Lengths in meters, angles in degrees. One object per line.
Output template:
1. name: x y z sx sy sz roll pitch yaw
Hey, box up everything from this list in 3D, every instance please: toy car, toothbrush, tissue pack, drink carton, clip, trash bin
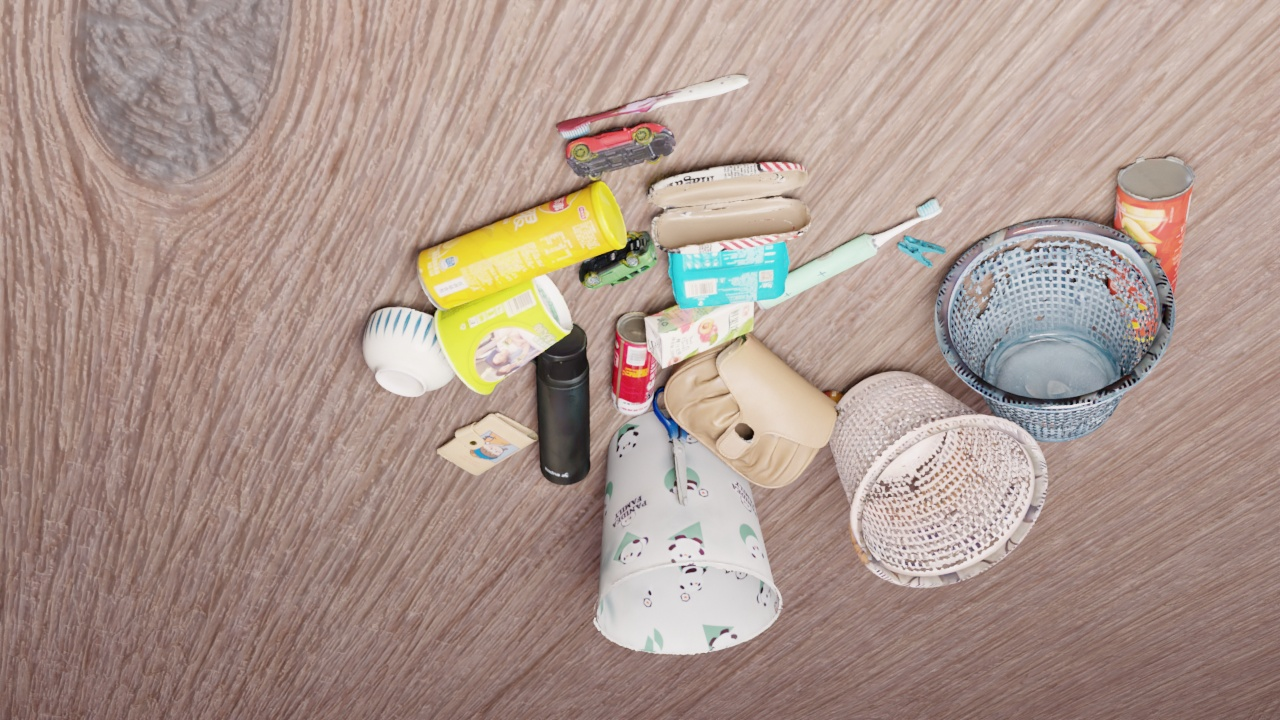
1. toy car: -0.025 -0.105 0.991 0.091 0.043 0.036 -21 135 18
2. toy car: -0.019 -0.205 0.887 0.106 0.031 0.049 -11 165 12
3. toothbrush: 0.011 -0.239 0.869 0.188 0.016 0.017 -12 144 10
4. toothbrush: 0.225 -0.114 1.009 0.225 0.026 0.027 -27 111 24
5. tissue pack: 0.096 -0.108 0.990 0.133 0.050 0.093 -6 135 2
6. drink carton: 0.067 -0.042 1.034 0.122 0.045 0.054 -24 135 -18
7. clip: 0.309 -0.122 1.016 0.056 0.013 0.039 18 133 -20
8. trash bin: 0.323 0.119 1.079 0.227 0.192 0.228 -4 117 -8
9. trash bin: 0.052 0.213 1.188 0.229 0.251 0.230 -1 137 -1
10. trash bin: 0.454 -0.012 1.020 0.227 0.226 0.195 -18 148 15

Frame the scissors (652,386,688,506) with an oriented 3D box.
1. scissors: 0.037 0.101 1.125 0.108 0.174 0.012 34 133 -6

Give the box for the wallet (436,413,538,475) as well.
1. wallet: -0.208 0.110 1.230 0.115 0.024 0.087 -30 136 28

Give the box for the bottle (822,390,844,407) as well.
1. bottle: 0.209 0.076 1.191 0.175 0.057 0.057 -13 136 10

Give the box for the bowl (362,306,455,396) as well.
1. bowl: -0.266 -0.001 1.053 0.116 0.066 0.117 9 147 6

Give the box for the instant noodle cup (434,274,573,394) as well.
1. instant noodle cup: -0.145 -0.038 1.018 0.123 0.111 0.112 -27 133 13

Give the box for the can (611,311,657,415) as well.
1. can: -0.007 0.006 1.105 0.053 0.053 0.133 1 137 -5

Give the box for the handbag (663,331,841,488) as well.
1. handbag: 0.132 0.060 1.108 0.204 0.099 0.148 38 118 -10

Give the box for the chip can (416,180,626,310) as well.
1. chip can: -0.124 -0.116 0.953 0.214 0.072 0.072 -19 135 16

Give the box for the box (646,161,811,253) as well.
1. box: 0.088 -0.162 0.918 0.163 0.076 0.088 -7 134 5

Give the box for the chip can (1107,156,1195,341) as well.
1. chip can: 0.548 -0.115 0.994 0.073 0.073 0.217 -13 137 10

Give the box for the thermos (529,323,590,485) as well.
1. thermos: -0.105 0.053 1.152 0.090 0.068 0.243 23 139 19
